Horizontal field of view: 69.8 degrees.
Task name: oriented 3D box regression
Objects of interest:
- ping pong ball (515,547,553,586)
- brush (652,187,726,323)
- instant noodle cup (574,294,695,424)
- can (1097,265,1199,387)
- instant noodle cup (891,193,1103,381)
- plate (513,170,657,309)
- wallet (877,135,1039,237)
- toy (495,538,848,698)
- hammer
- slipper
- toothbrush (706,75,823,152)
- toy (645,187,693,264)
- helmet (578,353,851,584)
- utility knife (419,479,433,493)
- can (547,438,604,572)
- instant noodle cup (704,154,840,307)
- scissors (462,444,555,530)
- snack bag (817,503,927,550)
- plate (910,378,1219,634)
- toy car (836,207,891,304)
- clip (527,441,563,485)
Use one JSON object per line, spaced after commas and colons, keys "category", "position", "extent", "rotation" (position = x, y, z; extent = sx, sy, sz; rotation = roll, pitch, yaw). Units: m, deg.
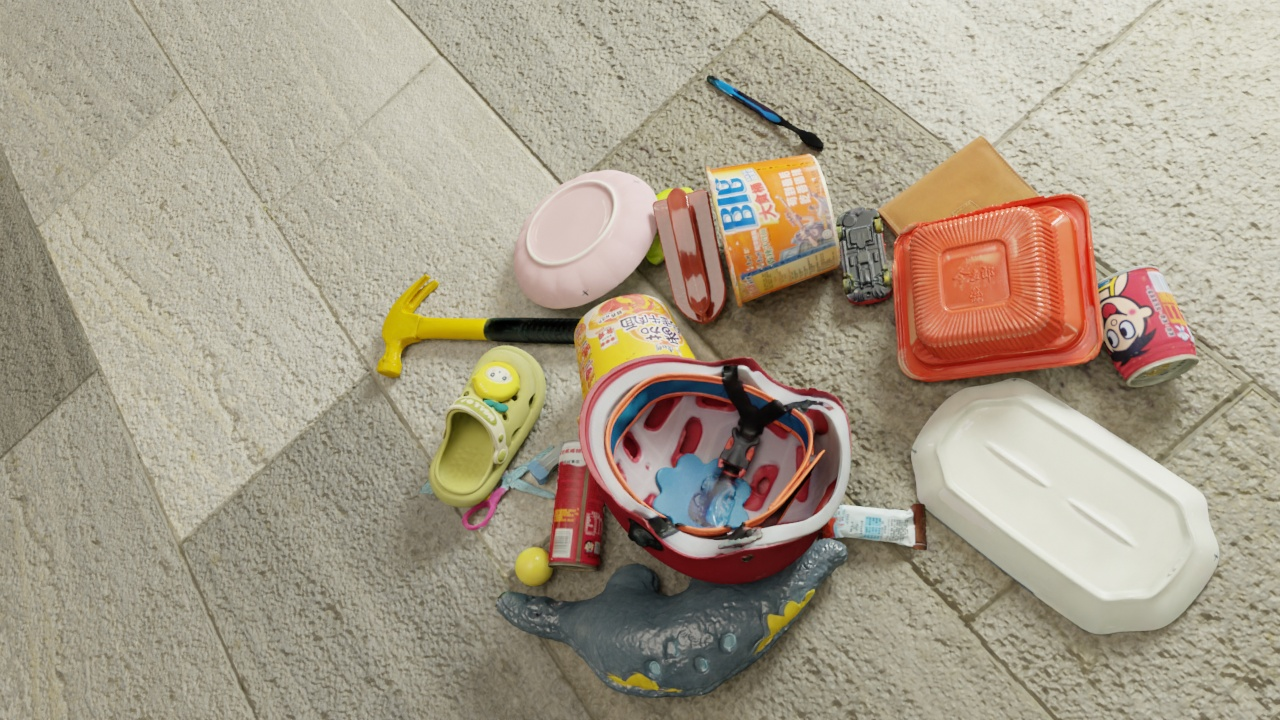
{"category": "ping pong ball", "position": [-0.112, 0.217, 0.968], "extent": [0.040, 0.040, 0.040], "rotation": [-7, 69, 18]}
{"category": "brush", "position": [0.055, -0.111, 0.992], "extent": [0.063, 0.069, 0.145], "rotation": [-12, 81, 10]}
{"category": "instant noodle cup", "position": [-0.006, 0.006, 0.957], "extent": [0.138, 0.138, 0.109], "rotation": [-26, 56, 10]}
{"category": "can", "position": [0.452, -0.030, 0.828], "extent": [0.067, 0.066, 0.093], "rotation": [-18, 66, 14]}
{"category": "instant noodle cup", "position": [0.321, -0.071, 0.859], "extent": [0.189, 0.079, 0.164], "rotation": [-10, 76, 35]}
{"category": "plate", "position": [-0.071, -0.149, 1.060], "extent": [0.193, 0.039, 0.192], "rotation": [-17, 53, 23]}
{"category": "wallet", "position": [0.331, -0.150, 0.941], "extent": [0.131, 0.035, 0.119], "rotation": [-36, 60, 9]}
{"category": "toy", "position": [0.025, 0.251, 0.877], "extent": [0.357, 0.091, 0.137], "rotation": [-10, 56, 15]}
{"category": "hammer", "position": [-0.178, -0.038, 1.091], "extent": [0.301, 0.033, 0.128], "rotation": [2, 73, 22]}
{"category": "slipper", "position": [-0.170, 0.069, 1.006], "extent": [0.091, 0.082, 0.190], "rotation": [23, 77, 5]}
{"category": "toothbrush", "position": [0.144, -0.291, 1.074], "extent": [0.189, 0.016, 0.014], "rotation": [41, 98, 30]}
{"category": "toy", "position": [0.027, -0.159, 1.057], "extent": [0.097, 0.031, 0.100], "rotation": [19, 82, 24]}
{"category": "helmet", "position": [0.062, 0.108, 0.843], "extent": [0.240, 0.144, 0.206], "rotation": [21, 53, 17]}
{"category": "utility knife", "position": [-0.187, 0.079, 1.051], "extent": [0.031, 0.020, 0.190], "rotation": [32, 73, 27]}
{"category": "can", "position": [-0.064, 0.152, 0.966], "extent": [0.053, 0.053, 0.132], "rotation": [-2, 70, 20]}
{"category": "instant noodle cup", "position": [0.137, -0.141, 0.950], "extent": [0.111, 0.151, 0.151], "rotation": [-14, 66, 7]}
{"category": "scissors", "position": [-0.154, 0.131, 1.031], "extent": [0.133, 0.017, 0.130], "rotation": [-38, 60, -1]}
{"category": "snack bag", "position": [0.218, 0.155, 0.872], "extent": [0.104, 0.026, 0.048], "rotation": [-2, 93, 19]}
{"category": "plate", "position": [0.372, 0.122, 0.821], "extent": [0.266, 0.034, 0.162], "rotation": [41, 88, 28]}
{"category": "toy car", "position": [0.233, -0.110, 0.960], "extent": [0.049, 0.031, 0.106], "rotation": [-10, 71, 16]}
{"category": "clip", "position": [-0.096, 0.110, 1.009], "extent": [0.058, 0.043, 0.027], "rotation": [-40, 64, -14]}
